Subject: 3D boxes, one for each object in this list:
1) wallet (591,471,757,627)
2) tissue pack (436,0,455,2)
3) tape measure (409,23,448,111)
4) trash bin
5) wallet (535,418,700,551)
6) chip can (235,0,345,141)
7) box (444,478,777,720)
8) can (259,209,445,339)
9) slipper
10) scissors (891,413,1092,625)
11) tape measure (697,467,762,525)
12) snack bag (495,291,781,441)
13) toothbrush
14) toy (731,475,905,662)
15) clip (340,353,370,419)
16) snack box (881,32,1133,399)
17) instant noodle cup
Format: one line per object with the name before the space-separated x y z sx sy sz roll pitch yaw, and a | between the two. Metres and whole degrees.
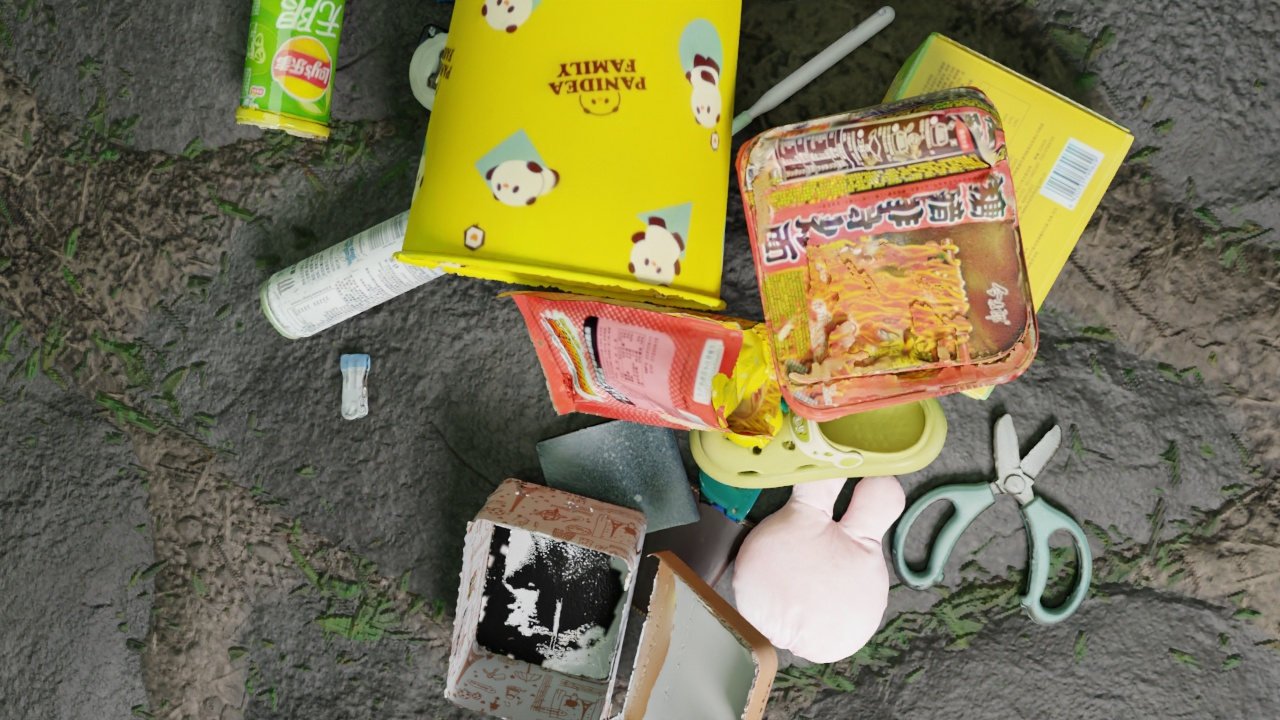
wallet | 0.023 0.154 0.753 0.096 0.020 0.122 34 101 8
tissue pack | -0.140 -0.316 0.659 0.052 0.157 0.095 14 98 -11
tape measure | -0.148 -0.226 0.729 0.066 0.033 0.066 21 99 8
trash bin | -0.037 -0.175 0.630 0.230 0.229 0.255 8 92 8
wallet | -0.021 0.097 0.745 0.121 0.019 0.097 -17 88 19
chip can | -0.267 -0.290 0.721 0.072 0.072 0.221 12 98 7
box | -0.024 0.218 0.697 0.274 0.124 0.179 22 113 27
can | -0.232 -0.070 0.747 0.147 0.058 0.058 -23 92 11
slipper | 0.129 0.040 0.679 0.191 0.082 0.091 -2 60 11
scissors | 0.265 0.129 0.712 0.179 0.019 0.172 -11 96 11
tape measure | 0.072 0.093 0.724 0.054 0.025 0.058 31 70 7
snack bag | -0.004 0.004 0.667 0.208 0.073 0.129 9 137 37
toothbrush | 0.113 -0.205 0.698 0.189 0.021 0.029 -36 58 10
toy | 0.143 0.152 0.716 0.121 0.054 0.159 25 91 3
clip | -0.244 0.022 0.780 0.025 0.029 0.057 1 90 7
snack box | 0.218 -0.099 0.658 0.157 0.070 0.210 27 97 1
instant noodle cup | 0.155 -0.065 0.590 0.164 0.079 0.189 -10 93 6
